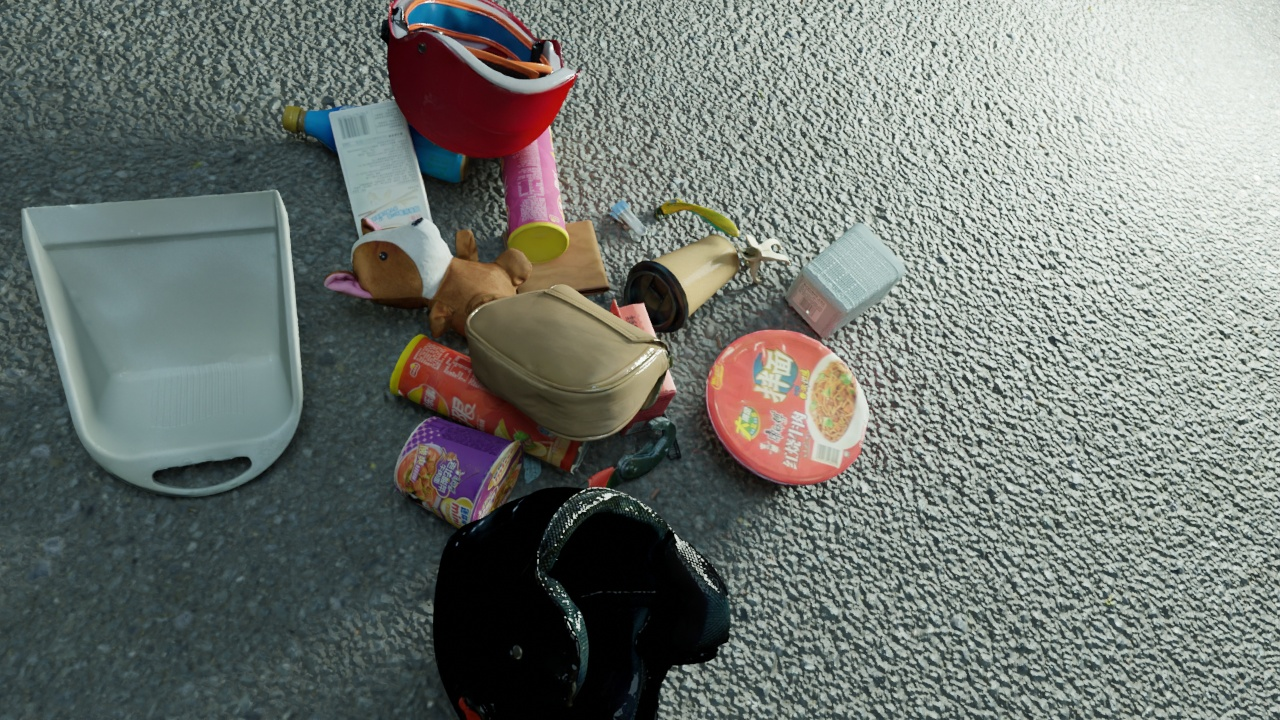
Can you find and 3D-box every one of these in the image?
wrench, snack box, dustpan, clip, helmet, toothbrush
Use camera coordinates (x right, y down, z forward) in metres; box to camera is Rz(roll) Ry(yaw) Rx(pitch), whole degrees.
[{"bbox_3d":[-0.068,0.146,0.973,0.272,0.056,0.016,-33,39,-22],"label":"wrench"},{"bbox_3d":[-0.300,-0.218,1.067,0.084,0.027,0.157,-14,93,-8],"label":"snack box"},{"bbox_3d":[-0.436,-0.006,0.875,0.222,0.258,0.142,-8,42,-18],"label":"dustpan"},{"bbox_3d":[-0.014,-0.176,1.167,0.026,0.039,0.058,-34,74,-28],"label":"clip"},{"bbox_3d":[-0.006,0.006,1.011,0.044,0.127,0.113,-12,67,-20],"label":"snack box"},{"bbox_3d":[-0.069,0.246,0.819,0.233,0.231,0.274,2,91,-50],"label":"helmet"},{"bbox_3d":[0.157,-0.136,1.136,0.092,0.103,0.035,-22,68,-1],"label":"clip"},{"bbox_3d":[-0.198,-0.323,1.055,0.206,0.144,0.240,1,39,-34],"label":"helmet"},{"bbox_3d":[0.008,0.031,1.068,0.016,0.014,0.189,-23,68,2],"label":"toothbrush"}]

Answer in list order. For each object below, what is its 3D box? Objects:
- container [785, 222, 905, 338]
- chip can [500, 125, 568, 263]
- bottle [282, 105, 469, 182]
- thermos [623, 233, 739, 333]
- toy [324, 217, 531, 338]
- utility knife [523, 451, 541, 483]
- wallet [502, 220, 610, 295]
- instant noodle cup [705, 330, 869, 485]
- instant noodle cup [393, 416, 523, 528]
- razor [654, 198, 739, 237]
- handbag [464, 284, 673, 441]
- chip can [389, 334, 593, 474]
[{"bbox_3d":[0.252,-0.097,1.153,0.111,0.090,0.090,-35,76,-24],"label":"container"},{"bbox_3d":[-0.134,-0.222,1.119,0.071,0.072,0.210,-1,58,-15],"label":"chip can"},{"bbox_3d":[-0.318,-0.269,1.110,0.218,0.065,0.065,11,61,-9],"label":"bottle"},{"bbox_3d":[0.052,-0.097,1.106,0.093,0.093,0.142,47,53,11],"label":"thermos"},{"bbox_3d":[-0.229,-0.095,1.007,0.199,0.131,0.139,17,38,-1],"label":"toy"},{"bbox_3d":[-0.124,0.041,1.026,0.031,0.020,0.196,-2,63,-10],"label":"utility knife"},{"bbox_3d":[-0.103,-0.121,1.116,0.115,0.020,0.101,-9,64,-16],"label":"wallet"},{"bbox_3d":[0.161,0.063,1.060,0.193,0.066,0.193,6,61,-10],"label":"instant noodle cup"},{"bbox_3d":[-0.186,0.114,0.927,0.099,0.112,0.111,22,60,8],"label":"instant noodle cup"},{"bbox_3d":[0.075,-0.179,1.148,0.043,0.028,0.133,-30,39,-28],"label":"razor"},{"bbox_3d":[-0.075,0.002,0.916,0.147,0.100,0.204,-29,44,-33],"label":"handbag"},{"bbox_3d":[-0.153,0.045,0.976,0.216,0.073,0.073,23,60,4],"label":"chip can"}]
